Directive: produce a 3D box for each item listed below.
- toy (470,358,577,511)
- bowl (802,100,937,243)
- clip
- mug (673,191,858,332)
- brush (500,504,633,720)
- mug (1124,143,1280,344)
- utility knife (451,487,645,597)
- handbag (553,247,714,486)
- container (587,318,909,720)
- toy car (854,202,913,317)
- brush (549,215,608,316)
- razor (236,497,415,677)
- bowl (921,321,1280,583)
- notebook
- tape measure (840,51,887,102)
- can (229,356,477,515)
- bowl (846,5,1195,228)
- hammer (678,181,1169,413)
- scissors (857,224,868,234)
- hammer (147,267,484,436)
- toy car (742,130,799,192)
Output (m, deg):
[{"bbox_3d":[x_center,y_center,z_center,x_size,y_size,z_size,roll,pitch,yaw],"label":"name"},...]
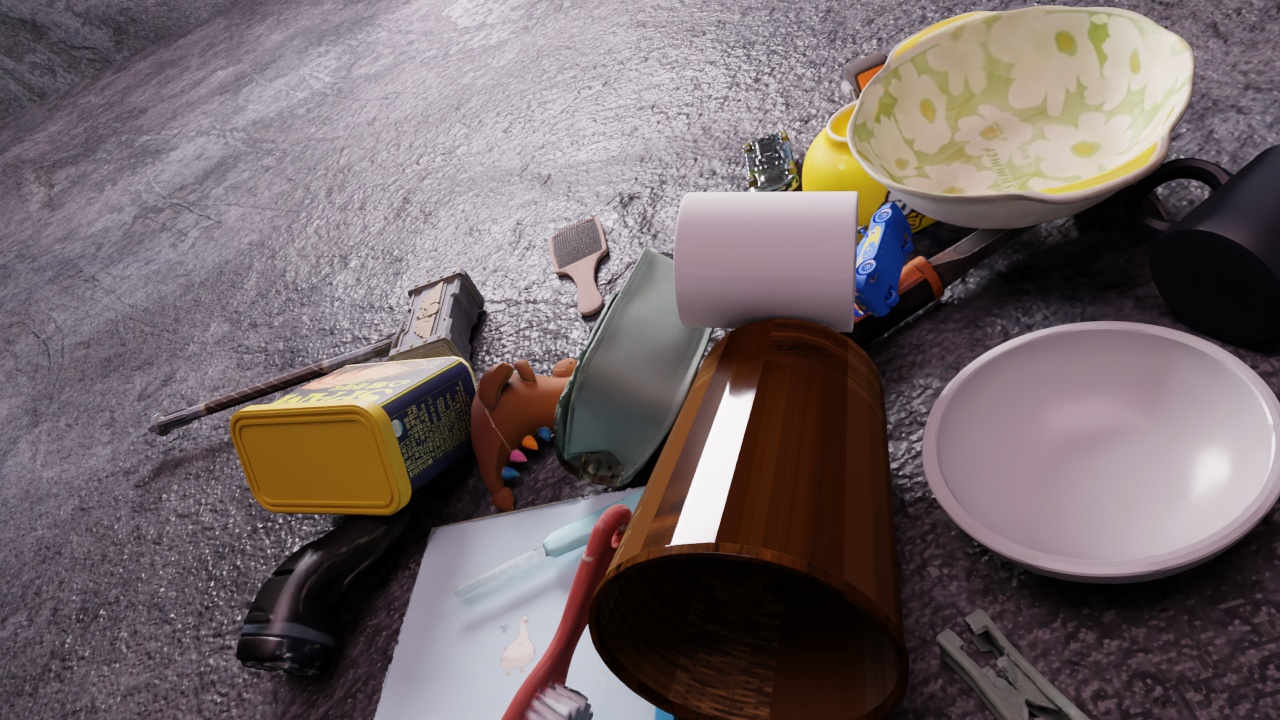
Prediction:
[{"bbox_3d":[-0.067,0.048,0.613,0.090,0.071,0.102,-9,63,4],"label":"toy"},{"bbox_3d":[0.170,-0.146,0.657,0.117,0.068,0.117,-17,39,14],"label":"bowl"},{"bbox_3d":[0.156,0.138,0.380,0.042,0.023,0.076,-32,36,-2],"label":"clip"},{"bbox_3d":[0.074,-0.055,0.512,0.090,0.074,0.110,2,7,14],"label":"mug"},{"bbox_3d":[-0.035,0.149,0.418,0.030,0.041,0.172,20,79,31],"label":"brush"},{"bbox_3d":[0.306,-0.069,0.474,0.077,0.071,0.105,-37,53,-11],"label":"mug"},{"bbox_3d":[-0.036,0.100,0.531,0.165,0.015,0.022,-25,36,1],"label":"utility knife"},{"bbox_3d":[-0.003,0.003,0.565,0.067,0.106,0.121,25,50,0],"label":"handbag"},{"bbox_3d":[0.062,0.070,0.439,0.132,0.132,0.166,-8,36,24],"label":"container"},{"bbox_3d":[0.125,-0.050,0.557,0.062,0.033,0.091,-9,45,43],"label":"toy car"},{"bbox_3d":[-0.050,-0.081,0.762,0.050,0.015,0.135,-24,38,7],"label":"brush"},{"bbox_3d":[-0.189,0.139,0.577,0.053,0.064,0.140,-16,23,41],"label":"razor"},{"bbox_3d":[0.212,0.047,0.430,0.150,0.043,0.149,-17,39,14],"label":"bowl"},{"bbox_3d":[-0.063,0.176,0.483,0.181,0.009,0.252,-14,40,18],"label":"notebook"},{"bbox_3d":[0.184,-0.212,0.732,0.038,0.059,0.058,-21,35,9],"label":"tape measure"},{"bbox_3d":[-0.188,0.048,0.629,0.135,0.075,0.104,-4,18,28],"label":"can"},{"bbox_3d":[0.226,-0.138,0.556,0.188,0.060,0.219,-24,41,5],"label":"bowl"},{"bbox_3d":[0.166,-0.033,0.560,0.314,0.035,0.137,-33,38,-4],"label":"hammer"},{"bbox_3d":[0.088,-0.073,0.647,0.142,0.014,0.158,-34,30,18],"label":"scissors"},{"bbox_3d":[-0.288,0.013,0.778,0.322,0.044,0.098,-18,39,14],"label":"hammer"},{"bbox_3d":[0.106,-0.154,0.738,0.039,0.027,0.089,-14,39,14],"label":"toy car"}]
